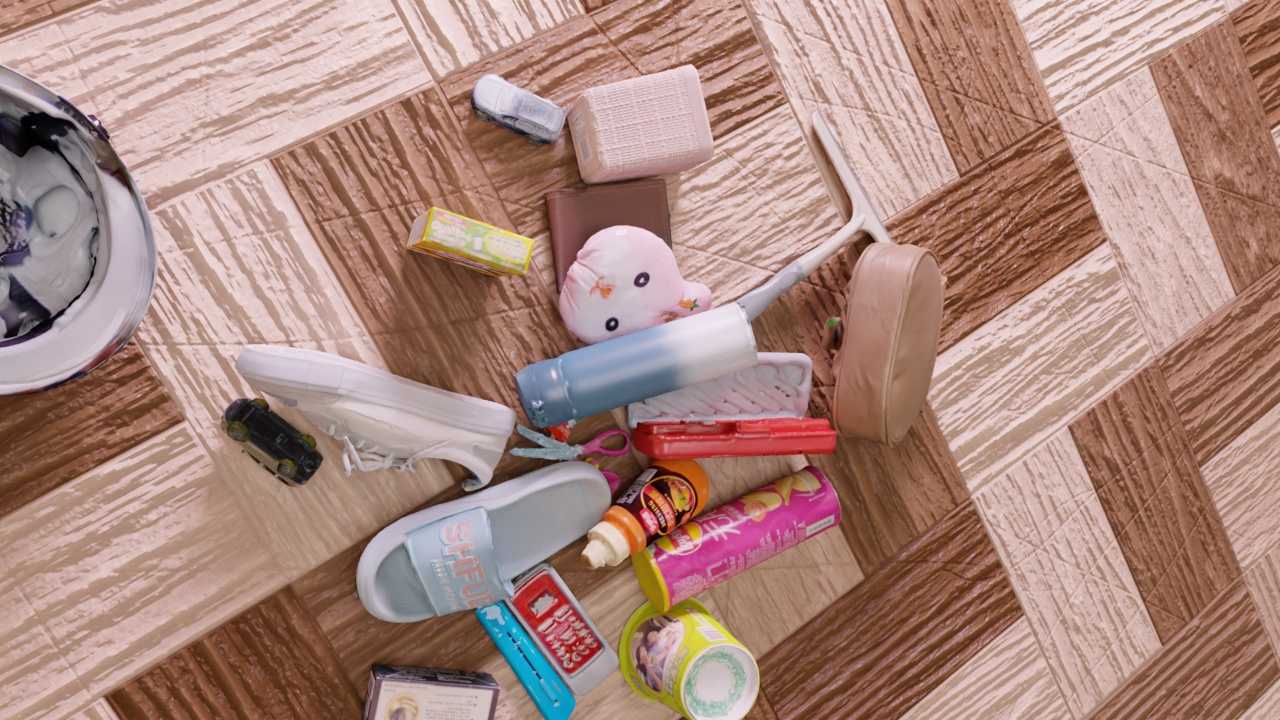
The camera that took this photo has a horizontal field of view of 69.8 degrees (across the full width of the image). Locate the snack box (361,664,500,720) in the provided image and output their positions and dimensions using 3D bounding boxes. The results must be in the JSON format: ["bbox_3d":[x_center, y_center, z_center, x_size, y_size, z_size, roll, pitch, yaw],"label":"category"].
[{"bbox_3d":[-0.195,0.346,0.826,0.113,0.053,0.125,13,87,-21],"label":"snack box"}]

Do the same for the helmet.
[{"bbox_3d":[-0.486,-0.097,0.662,0.258,0.146,0.229,36,80,-26],"label":"helmet"}]

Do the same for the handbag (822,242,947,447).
[{"bbox_3d":[0.252,-0.019,0.949,0.147,0.100,0.204,-7,108,-56],"label":"handbag"}]

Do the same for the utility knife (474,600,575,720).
[{"bbox_3d":[-0.113,0.282,0.875,0.034,0.018,0.159,-36,101,-16],"label":"utility knife"}]

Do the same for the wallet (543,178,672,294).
[{"bbox_3d":[-0.029,-0.121,0.895,0.124,0.032,0.101,-10,97,-19],"label":"wallet"}]

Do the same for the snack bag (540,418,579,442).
[{"bbox_3d":[-0.059,0.035,0.888,0.104,0.026,0.048,-46,118,-14],"label":"snack bag"}]

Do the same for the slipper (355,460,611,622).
[{"bbox_3d":[-0.129,0.170,0.824,0.245,0.074,0.104,-22,125,-22],"label":"slipper"}]

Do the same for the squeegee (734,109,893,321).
[{"bbox_3d":[0.170,-0.101,0.966,0.246,0.039,0.246,-37,103,-16],"label":"squeegee"}]

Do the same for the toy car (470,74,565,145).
[{"bbox_3d":[-0.114,-0.236,0.860,0.090,0.034,0.043,22,86,-18],"label":"toy car"}]

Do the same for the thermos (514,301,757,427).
[{"bbox_3d":[-0.005,0.005,0.844,0.220,0.070,0.070,-16,96,-4],"label":"thermos"}]

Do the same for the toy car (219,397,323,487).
[{"bbox_3d":[-0.317,0.070,0.782,0.035,0.042,0.090,-36,109,29],"label":"toy car"}]

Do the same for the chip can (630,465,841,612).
[{"bbox_3d":[0.098,0.177,0.926,0.210,0.071,0.071,-21,98,-20],"label":"chip can"}]

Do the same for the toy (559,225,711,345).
[{"bbox_3d":[-0.001,-0.059,0.876,0.159,0.054,0.121,23,107,-35],"label":"toy"}]

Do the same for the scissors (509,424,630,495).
[{"bbox_3d":[-0.063,0.080,0.876,0.137,0.017,0.083,33,85,-33],"label":"scissors"}]

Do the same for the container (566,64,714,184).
[{"bbox_3d":[-0.004,-0.220,0.874,0.110,0.090,0.090,-14,96,-17],"label":"container"}]

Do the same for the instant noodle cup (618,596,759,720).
[{"bbox_3d":[0.051,0.294,0.880,0.111,0.123,0.111,0,91,-21],"label":"instant noodle cup"}]

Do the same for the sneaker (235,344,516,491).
[{"bbox_3d":[-0.231,0.054,0.796,0.242,0.089,0.090,19,88,-26],"label":"sneaker"}]

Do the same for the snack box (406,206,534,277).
[{"bbox_3d":[-0.150,-0.100,0.791,0.087,0.140,0.033,17,87,-20],"label":"snack box"}]

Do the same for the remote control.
[{"bbox_3d":[-0.076,0.260,0.888,0.055,0.020,0.136,-37,103,-17],"label":"remote control"}]

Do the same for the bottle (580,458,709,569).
[{"bbox_3d":[0.001,0.148,0.873,0.149,0.067,0.067,-35,103,-35],"label":"bottle"}]

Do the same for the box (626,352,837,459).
[{"bbox_3d":[0.091,0.040,0.909,0.201,0.095,0.101,-1,93,-20],"label":"box"}]
